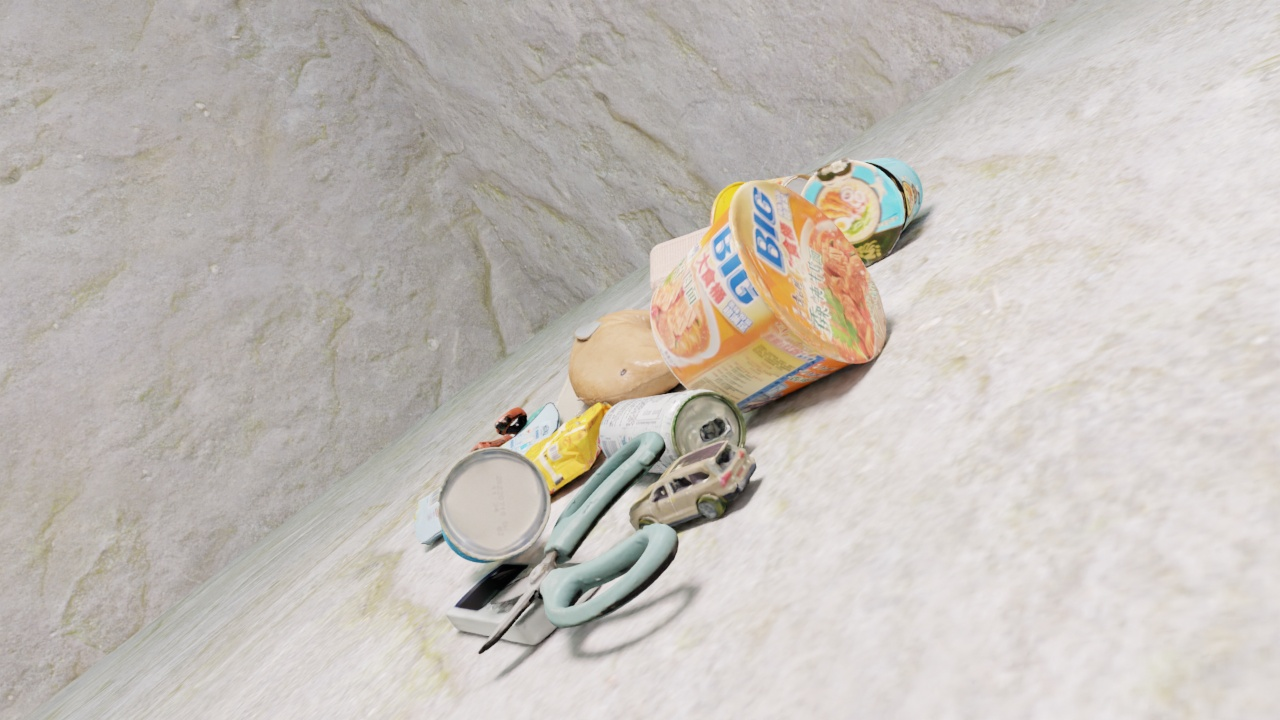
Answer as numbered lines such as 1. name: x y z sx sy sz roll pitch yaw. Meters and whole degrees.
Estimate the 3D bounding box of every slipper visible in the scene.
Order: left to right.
1. slipper: -0.049 0.022 1.146 0.114 0.054 0.273 -34 19 29

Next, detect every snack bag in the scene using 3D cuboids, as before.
1. snack bag: -0.165 0.125 1.010 0.191 0.039 0.110 -36 12 7

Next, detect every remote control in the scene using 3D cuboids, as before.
1. remote control: -0.082 0.155 0.601 0.058 0.021 0.150 -39 10 -31

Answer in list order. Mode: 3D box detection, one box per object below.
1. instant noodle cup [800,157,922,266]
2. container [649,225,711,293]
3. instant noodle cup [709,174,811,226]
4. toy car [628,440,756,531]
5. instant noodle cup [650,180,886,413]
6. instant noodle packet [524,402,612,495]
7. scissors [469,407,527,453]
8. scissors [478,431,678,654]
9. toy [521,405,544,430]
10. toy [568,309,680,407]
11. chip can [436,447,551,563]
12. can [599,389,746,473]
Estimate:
1. instant noodle cup: 0.240 -0.165 0.959 0.111 0.111 0.120 -27 3 40
2. container: 0.060 -0.070 0.894 0.090 0.090 0.110 -18 18 10
3. instant noodle cup: 0.172 -0.167 1.151 0.137 0.138 0.110 -39 18 -31
4. toy car: 0.028 0.079 0.565 0.091 0.035 0.042 -31 7 38
5. instant noodle cup: 0.086 -0.038 0.669 0.112 0.151 0.151 -38 4 39
6. instant noodle packet: -0.076 0.093 0.875 0.111 0.044 0.128 -37 4 15
7. scissors: -0.147 0.081 1.166 0.206 0.015 0.193 -42 -13 -34
8. scissors: -0.024 0.097 0.536 0.171 0.019 0.179 -31 20 43
9. toy: -0.133 0.094 1.121 0.091 0.030 0.097 -54 -9 -29
10. toy: -0.006 0.006 0.973 0.143 0.082 0.226 -39 24 -8
11. chip can: -0.108 0.109 0.659 0.071 0.071 0.210 -36 -3 -17
12. can: 0.019 0.054 0.668 0.058 0.058 0.147 -37 8 -21
